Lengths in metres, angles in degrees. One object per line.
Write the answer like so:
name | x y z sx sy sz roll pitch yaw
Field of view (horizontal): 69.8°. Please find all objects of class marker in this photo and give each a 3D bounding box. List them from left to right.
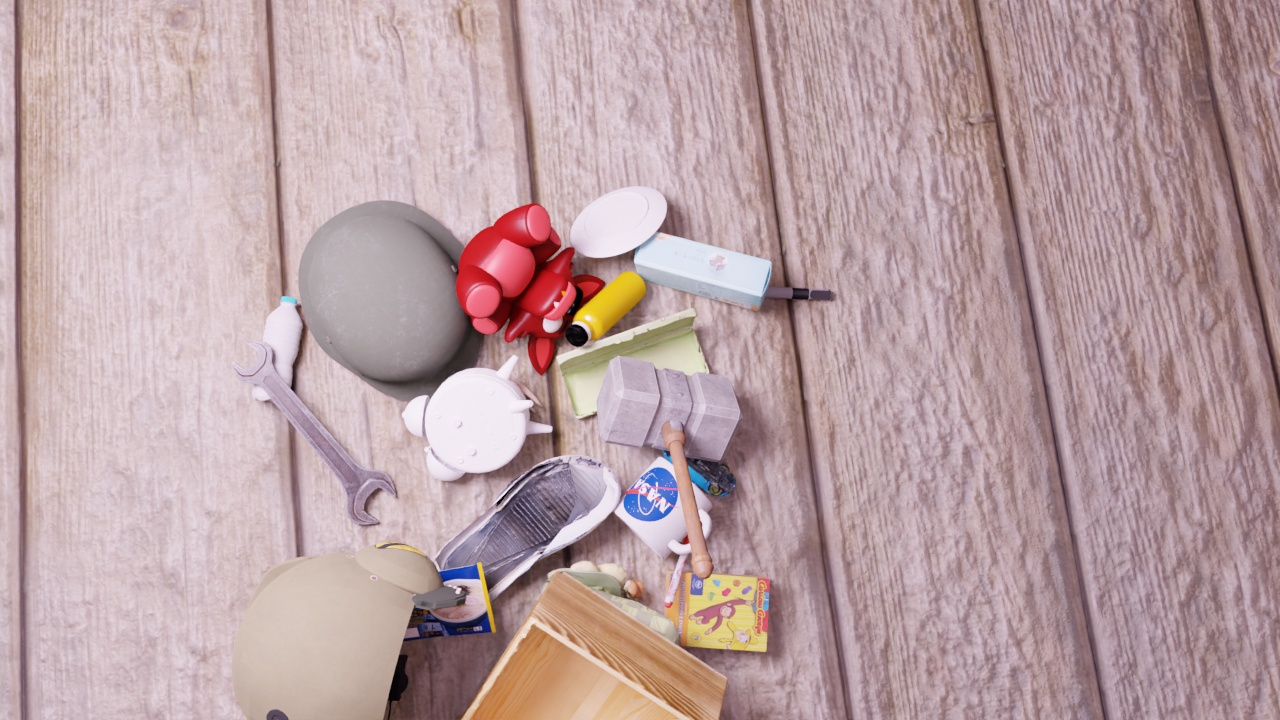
marker | 0.054 0.244 1.143 0.013 0.013 0.141 22 53 0
marker | 0.184 -0.091 1.234 0.140 0.016 0.016 2 81 -3

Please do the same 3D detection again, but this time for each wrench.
wrench | -0.407 0.090 1.143 0.070 0.010 0.273 -40 98 -12

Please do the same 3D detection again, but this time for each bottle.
bottle | -0.459 -0.014 1.168 0.044 0.044 0.136 8 81 -2
bottle | -0.045 -0.064 1.163 0.043 0.043 0.143 41 44 3

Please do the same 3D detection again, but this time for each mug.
mug | 0.036 0.190 1.134 0.090 0.091 0.121 -47 52 -9

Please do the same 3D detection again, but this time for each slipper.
slipper | -0.143 0.207 1.146 0.264 0.063 0.111 -40 87 4

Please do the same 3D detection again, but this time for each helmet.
helmet | -0.324 0.318 1.007 0.233 0.256 0.250 13 79 -5
helmet | -0.306 -0.071 1.132 0.227 0.154 0.268 -31 100 -8

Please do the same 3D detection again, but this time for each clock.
clock | -0.205 0.077 1.137 0.161 0.073 0.125 -24 102 3

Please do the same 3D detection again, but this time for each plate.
plate | -0.031 -0.186 1.195 0.135 0.011 0.134 -14 46 15

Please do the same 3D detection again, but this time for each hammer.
hammer | 0.047 0.126 1.044 0.162 0.317 0.083 11 122 -15

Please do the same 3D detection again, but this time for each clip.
clip | -0.151 0.043 1.190 0.061 0.026 0.049 7 76 5

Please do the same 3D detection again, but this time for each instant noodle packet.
instant noodle packet | -0.247 0.298 1.123 0.134 0.026 0.087 -11 93 15

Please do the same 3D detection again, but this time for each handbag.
handbag | -0.034 0.308 1.107 0.186 0.113 0.116 19 53 11

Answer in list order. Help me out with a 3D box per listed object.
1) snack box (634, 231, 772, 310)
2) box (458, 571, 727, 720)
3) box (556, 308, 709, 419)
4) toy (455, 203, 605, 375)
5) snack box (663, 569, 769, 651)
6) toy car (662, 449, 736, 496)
snack box | 0.081 -0.117 1.191 0.175 0.075 0.053 15 81 8
box | -0.072 0.466 0.928 0.286 0.335 0.280 32 113 0
box | -0.007 0.009 1.176 0.188 0.098 0.082 -20 82 -4
toy | -0.134 -0.088 1.141 0.121 0.197 0.158 20 74 43
snack box | 0.094 0.313 1.152 0.126 0.040 0.088 5 81 -3
toy car | 0.073 0.139 1.178 0.105 0.048 0.032 35 125 4
